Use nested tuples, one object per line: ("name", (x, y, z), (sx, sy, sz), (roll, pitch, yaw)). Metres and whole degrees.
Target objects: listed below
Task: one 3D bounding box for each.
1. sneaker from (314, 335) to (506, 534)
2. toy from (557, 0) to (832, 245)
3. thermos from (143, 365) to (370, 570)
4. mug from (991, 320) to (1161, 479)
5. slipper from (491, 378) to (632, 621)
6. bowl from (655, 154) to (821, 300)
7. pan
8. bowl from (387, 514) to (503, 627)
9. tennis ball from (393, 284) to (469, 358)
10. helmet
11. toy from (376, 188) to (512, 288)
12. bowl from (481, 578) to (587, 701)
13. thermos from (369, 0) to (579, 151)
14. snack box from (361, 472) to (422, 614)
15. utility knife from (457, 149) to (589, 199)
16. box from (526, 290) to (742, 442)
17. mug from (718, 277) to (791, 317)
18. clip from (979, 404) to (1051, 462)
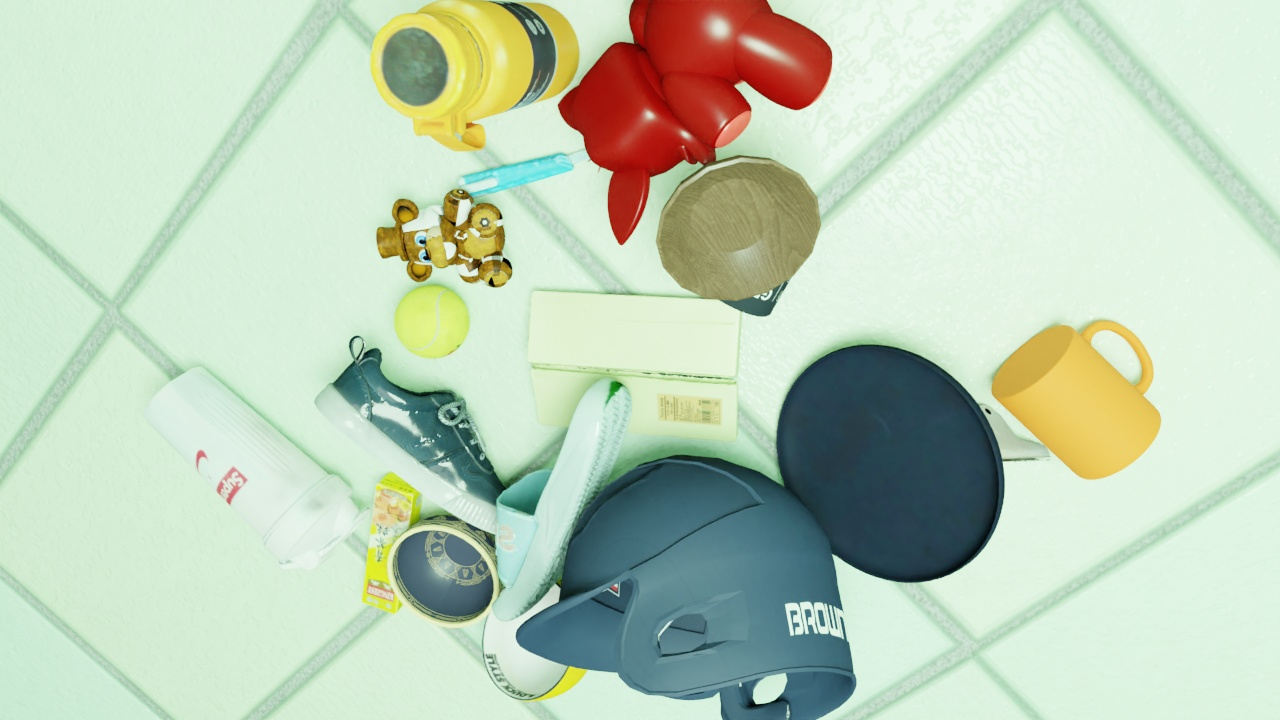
("sneaker", (-0.186, 0.074, 0.844), (0.235, 0.089, 0.087), (41, 82, -20))
("toy", (0.027, -0.201, 0.671), (0.198, 0.120, 0.158), (-42, 60, 32))
("thermos", (-0.376, 0.107, 0.896), (0.220, 0.099, 0.099), (43, 113, 0))
("mug", (0.348, 0.020, 0.713), (0.096, 0.078, 0.112), (42, 85, -5))
("slipper", (-0.079, 0.118, 0.807), (0.074, 0.103, 0.246), (28, 112, 13))
("bowl", (0.068, -0.098, 0.655), (0.118, 0.030, 0.118), (-4, 131, -5))
("pan", (0.168, 0.141, 0.792), (0.199, 0.021, 0.357), (46, 129, 24))
("bowl", (-0.182, 0.196, 0.898), (0.112, 0.061, 0.112), (4, 111, 11))
("tennis ball", (-0.184, -0.034, 0.810), (0.065, 0.065, 0.065), (4, 111, 11))
("helmet", (0.027, 0.194, 0.763), (0.273, 0.222, 0.232), (-25, 143, 13))
("toy", (-0.168, -0.102, 0.783), (0.112, 0.067, 0.087), (-5, 124, 1))
("bowl", (-0.089, 0.269, 0.891), (0.117, 0.067, 0.117), (-13, 66, 31))
("thermos", (-0.104, -0.203, 0.638), (0.076, 0.232, 0.091), (-24, 104, 19))
("snack box", (-0.251, 0.185, 0.928), (0.040, 0.028, 0.148), (16, 113, 7))
("utility knife", (-0.098, -0.156, 0.774), (0.124, 0.015, 0.022), (-10, 121, 14))
("box", (-0.006, 0.007, 0.800), (0.188, 0.047, 0.141), (5, 114, 11))
("mug", (0.076, -0.090, 0.718), (0.105, 0.071, 0.078), (15, 117, -28))
("clip", (0.291, 0.062, 0.749), (0.054, 0.101, 0.040), (43, 119, 43))
